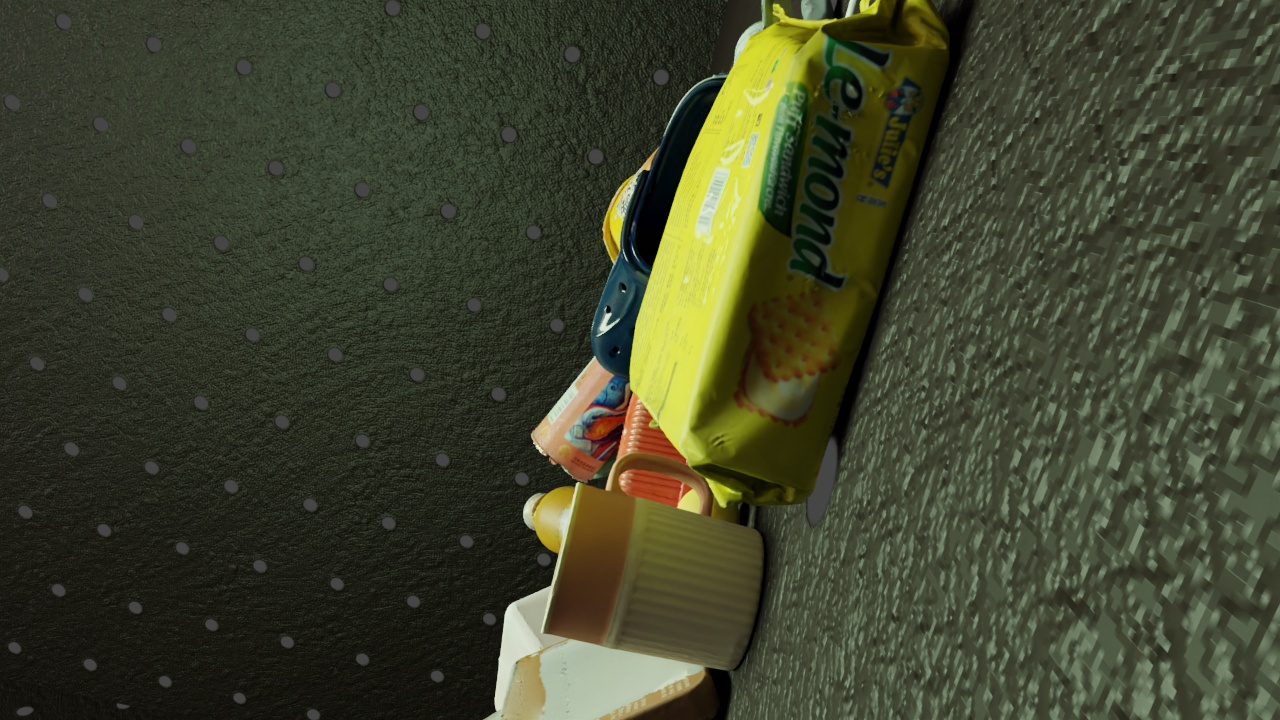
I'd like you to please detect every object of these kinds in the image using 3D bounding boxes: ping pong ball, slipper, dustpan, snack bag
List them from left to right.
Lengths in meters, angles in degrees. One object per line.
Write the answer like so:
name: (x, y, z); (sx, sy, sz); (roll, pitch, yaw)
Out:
dustpan: (-0.038, 0.308, 0.848); (0.273, 0.138, 0.223); (50, 140, 36)
slipper: (0.035, -0.084, 0.682); (0.253, 0.105, 0.095); (-68, -9, 25)
ping pong ball: (0.042, 0.098, 0.571); (0.040, 0.040, 0.040); (-171, 95, -87)
snack bag: (0.059, -0.059, 0.450); (0.158, 0.068, 0.247); (-130, 55, -71)

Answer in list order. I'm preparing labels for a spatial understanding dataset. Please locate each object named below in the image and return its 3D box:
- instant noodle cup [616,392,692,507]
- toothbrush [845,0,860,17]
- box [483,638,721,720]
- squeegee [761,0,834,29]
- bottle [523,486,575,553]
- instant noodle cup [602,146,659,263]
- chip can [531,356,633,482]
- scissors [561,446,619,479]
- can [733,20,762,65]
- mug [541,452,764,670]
instant noodle cup: (0.023, 0.078, 0.687); (0.165, 0.079, 0.188); (109, 173, -67)
toothbrush: (0.107, -0.134, 0.551); (0.026, 0.027, 0.221); (-21, -54, -75)
box: (-0.018, 0.261, 0.577); (0.157, 0.193, 0.183); (60, -179, -5)
squeegee: (0.117, -0.211, 0.626); (0.245, 0.039, 0.247); (-69, -21, -49)
bottle: (-0.041, 0.151, 0.829); (0.190, 0.068, 0.068); (3, 77, 51)
instant noodle cup: (0.045, -0.141, 0.858); (0.110, 0.138, 0.137); (134, 151, -69)
chip can: (-0.005, 0.005, 0.802); (0.215, 0.071, 0.071); (-50, 7, 8)
scissors: (-0.008, 0.065, 0.862); (0.019, 0.179, 0.169); (55, -142, -33)
can: (0.104, -0.227, 0.755); (0.146, 0.058, 0.058); (-79, 4, -49)
mug: (0.009, 0.108, 0.513); (0.082, 0.106, 0.114); (107, 176, -54)
